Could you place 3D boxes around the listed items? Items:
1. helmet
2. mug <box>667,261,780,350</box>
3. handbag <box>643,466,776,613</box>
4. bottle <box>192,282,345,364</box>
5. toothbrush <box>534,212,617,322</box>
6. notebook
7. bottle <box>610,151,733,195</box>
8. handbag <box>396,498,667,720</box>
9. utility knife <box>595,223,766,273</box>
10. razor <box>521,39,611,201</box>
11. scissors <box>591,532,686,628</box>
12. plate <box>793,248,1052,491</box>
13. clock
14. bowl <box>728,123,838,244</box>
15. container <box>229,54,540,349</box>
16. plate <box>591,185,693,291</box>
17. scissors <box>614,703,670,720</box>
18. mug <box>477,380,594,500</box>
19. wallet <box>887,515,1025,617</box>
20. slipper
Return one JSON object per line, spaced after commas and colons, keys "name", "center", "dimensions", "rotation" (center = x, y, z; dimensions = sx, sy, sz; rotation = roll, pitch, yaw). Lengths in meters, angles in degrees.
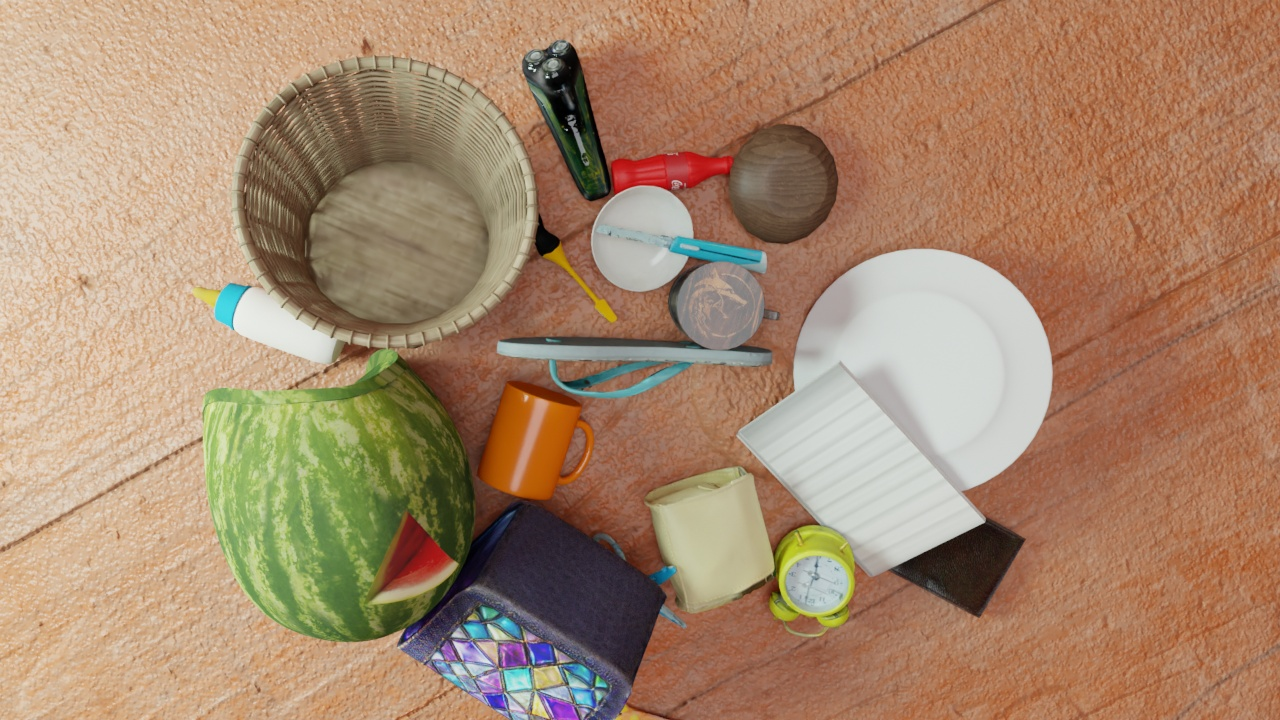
{"name": "helmet", "center": [-0.256, 0.127, 0.809], "dimensions": [0.212, 0.244, 0.247], "rotation": [-17, 107, -39]}
{"name": "mug", "center": [0.086, -0.051, 0.879], "dimensions": [0.116, 0.107, 0.080], "rotation": [12, 95, -5]}
{"name": "handbag", "center": [0.072, 0.178, 0.920], "dimensions": [0.111, 0.081, 0.119], "rotation": [-17, 95, -9]}
{"name": "bottle", "center": [-0.357, -0.041, 0.879], "dimensions": [0.146, 0.051, 0.051], "rotation": [20, 94, -6]}
{"name": "toothbrush", "center": [-0.090, -0.112, 0.901], "dimensions": [0.031, 0.031, 0.196], "rotation": [-44, 100, -16]}
{"name": "notebook", "center": [0.214, 0.114, 0.912], "dimensions": [0.210, 0.009, 0.143], "rotation": [47, 127, -5]}
{"name": "bottle", "center": [0.032, -0.185, 0.897], "dimensions": [0.119, 0.036, 0.036], "rotation": [-8, 96, -3]}
{"name": "handbag", "center": [-0.107, 0.265, 0.876], "dimensions": [0.205, 0.125, 0.223], "rotation": [34, 129, -4]}
{"name": "utility knife", "center": [0.042, -0.109, 0.896], "dimensions": [0.181, 0.015, 0.022], "rotation": [7, 101, -19]}
{"name": "razor", "center": [-0.065, -0.225, 0.874], "dimensions": [0.054, 0.067, 0.151], "rotation": [-19, 105, 2]}
{"name": "scissors", "center": [-0.008, 0.238, 0.923], "dimensions": [0.134, 0.011, 0.138], "rotation": [30, 118, 29]}
{"name": "plate", "center": [0.267, 0.013, 0.891], "dimensions": [0.243, 0.016, 0.242], "rotation": [1, 94, 22]}
{"name": "clock", "center": [0.176, 0.228, 0.938], "dimensions": [0.083, 0.057, 0.119], "rotation": [8, 106, 4]}
{"name": "bowl", "center": [0.146, -0.171, 0.896], "dimensions": [0.117, 0.030, 0.118], "rotation": [-4, 103, -16]}
{"name": "container", "center": [-0.210, -0.113, 0.789], "dimensions": [0.226, 0.196, 0.226], "rotation": [1, 85, -12]}
{"name": "plate", "center": [-0.001, -0.121, 0.899], "dimensions": [0.104, 0.026, 0.104], "rotation": [-6, 111, -17]}
{"name": "scissors", "center": [-0.007, 0.373, 0.966], "dimensions": [0.128, 0.013, 0.064], "rotation": [14, 95, -4]}
{"name": "mug", "center": [-0.094, 0.081, 0.904], "dimensions": [0.112, 0.078, 0.096], "rotation": [16, 95, -34]}
{"name": "wallet", "center": [0.330, 0.202, 0.963], "dimensions": [0.120, 0.031, 0.099], "rotation": [29, 91, -4]}
{"name": "slipper", "center": [-0.005, 0.005, 0.892], "dimensions": [0.268, 0.098, 0.055], "rotation": [1, 99, -13]}
